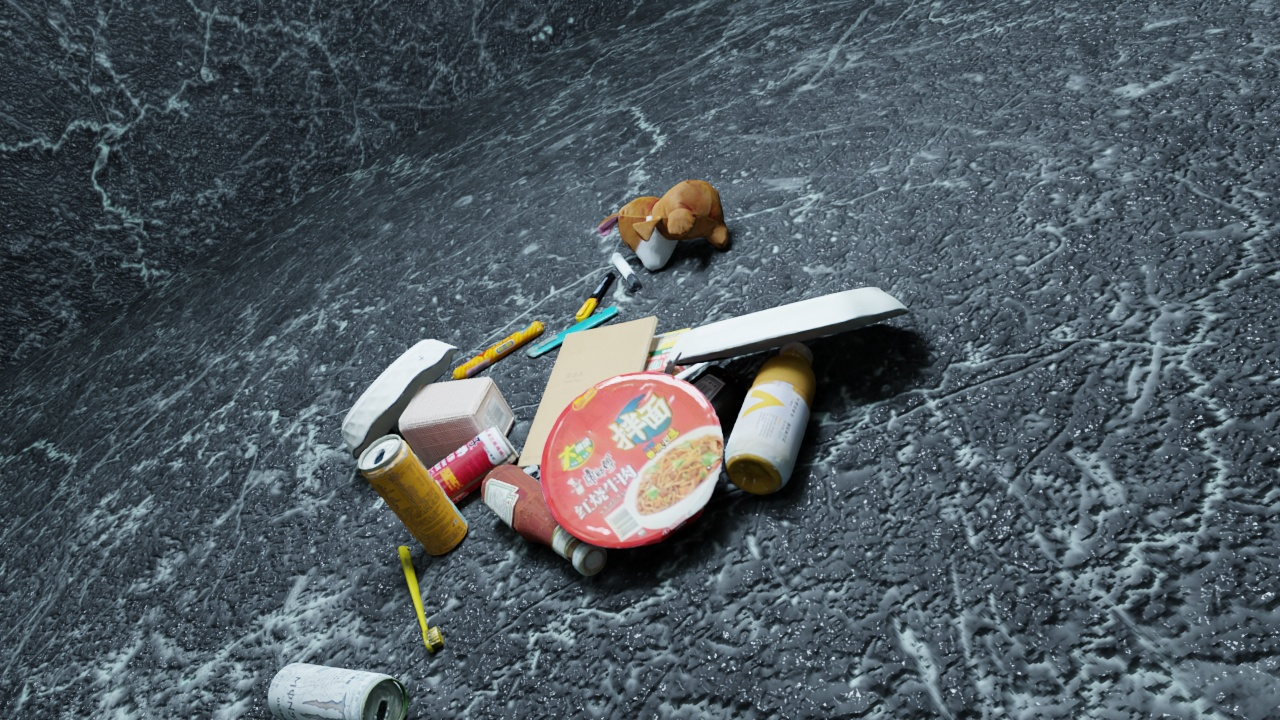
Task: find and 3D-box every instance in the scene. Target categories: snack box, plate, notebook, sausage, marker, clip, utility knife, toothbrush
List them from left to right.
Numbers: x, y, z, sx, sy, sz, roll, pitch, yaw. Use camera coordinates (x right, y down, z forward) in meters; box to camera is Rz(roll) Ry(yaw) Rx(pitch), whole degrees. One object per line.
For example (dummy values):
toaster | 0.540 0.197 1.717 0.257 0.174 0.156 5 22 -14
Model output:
plate | -0.340 0.047 1.283 0.205 0.045 0.205 -49 2 2
toothbrush | -0.244 0.257 1.010 0.016 0.016 0.190 -30 29 -10
sausage | -0.215 -0.014 1.389 0.165 0.021 0.021 -32 30 -4
clip | -0.144 0.144 1.094 0.058 0.045 0.027 -37 29 -23
utility knife | -0.102 -0.042 1.342 0.151 0.013 0.029 -27 32 4
notebook | -0.065 0.040 1.145 0.150 0.012 0.211 -9 49 34
marker | -0.068 -0.098 1.397 0.018 0.015 0.123 -3 37 31
marker | -0.024 -0.138 1.417 0.022 0.018 0.130 -38 30 3
snack box | -0.007 0.007 1.173 0.156 0.027 0.076 -13 36 27
toothbrush | 0.059 0.011 1.101 0.179 0.016 0.016 -32 34 -17
plate | 0.155 -0.037 1.003 0.266 0.034 0.161 -14 -5 25

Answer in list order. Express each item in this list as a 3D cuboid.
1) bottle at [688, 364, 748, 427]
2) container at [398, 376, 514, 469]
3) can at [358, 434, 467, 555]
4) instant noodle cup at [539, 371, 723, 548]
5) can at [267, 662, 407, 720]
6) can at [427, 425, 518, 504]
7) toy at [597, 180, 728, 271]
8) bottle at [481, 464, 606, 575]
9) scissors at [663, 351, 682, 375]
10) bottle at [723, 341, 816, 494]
bottle | 0.029 0.082 1.014 0.194 0.044 0.080 -37 29 -12
container | -0.236 0.080 1.201 0.111 0.090 0.089 -10 35 25
can | -0.257 0.155 1.044 0.058 0.146 0.058 -21 31 13
instant noodle cup | -0.003 0.109 0.934 0.194 0.066 0.193 -10 56 15
can | -0.298 0.332 0.899 0.147 0.058 0.058 -7 37 34
can | -0.218 0.137 1.128 0.132 0.053 0.053 -35 30 -7
toy | 0.037 -0.198 1.376 0.200 0.140 0.130 5 86 46
bottle | -0.103 0.170 0.979 0.059 0.060 0.206 -40 34 -18
scissors | 0.030 0.026 1.019 0.124 0.012 0.174 -25 -20 -48
bottle | 0.139 0.052 0.939 0.068 0.068 0.189 -9 35 32
